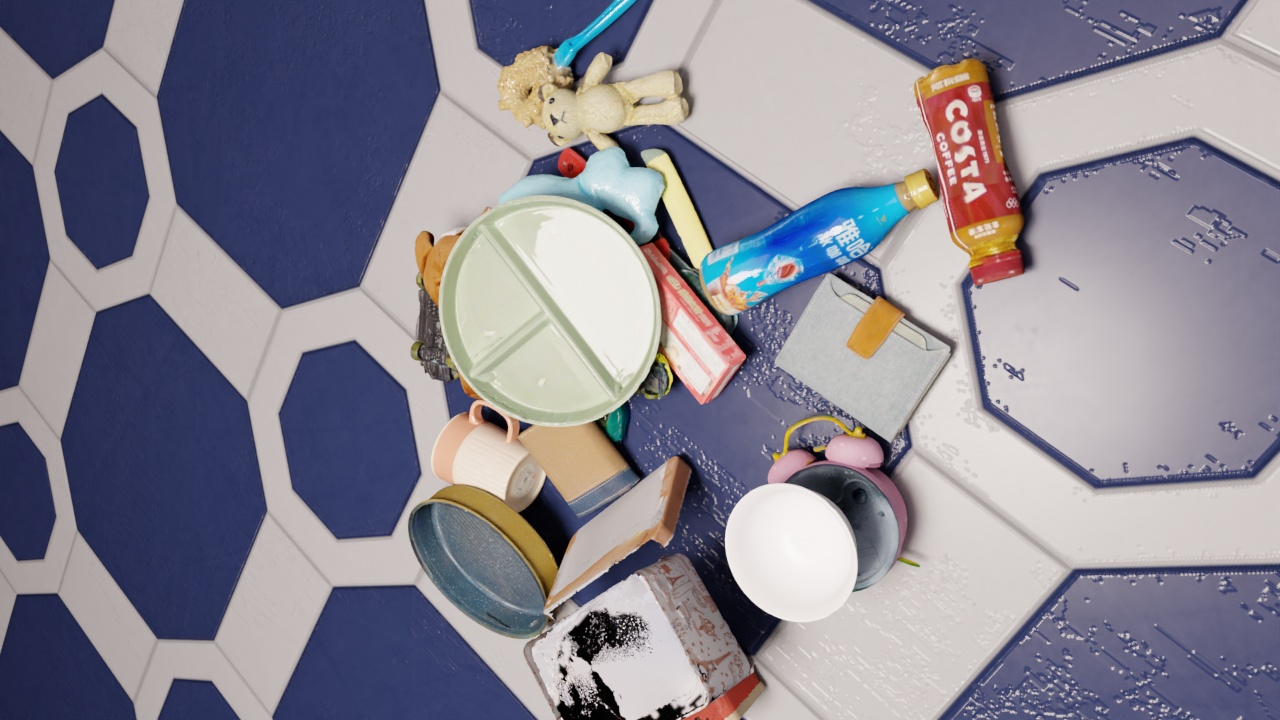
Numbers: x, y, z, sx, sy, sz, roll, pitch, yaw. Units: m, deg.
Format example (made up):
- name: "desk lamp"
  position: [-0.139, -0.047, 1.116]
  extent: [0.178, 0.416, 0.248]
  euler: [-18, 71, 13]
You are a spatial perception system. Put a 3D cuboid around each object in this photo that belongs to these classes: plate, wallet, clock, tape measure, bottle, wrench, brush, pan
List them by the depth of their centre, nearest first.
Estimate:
- name: "bottle"
  position: [0.269, -0.149, 0.741]
  extent: [0.058, 0.057, 0.175]
  euler: [-14, 88, 33]
- name: "bottle"
  position: [0.156, -0.108, 0.814]
  extent: [0.219, 0.065, 0.065]
  euler: [-24, 83, 31]
- name: "wallet"
  position: [0.197, -0.005, 0.818]
  extent: [0.130, 0.036, 0.107]
  euler: [37, 114, 23]
- name: "clock"
  position: [0.178, 0.127, 0.833]
  extent: [0.117, 0.059, 0.158]
  euler: [-24, 85, 33]
- name: "plate"
  position: [-0.089, -0.047, 0.905]
  extent: [0.230, 0.027, 0.230]
  euler: [3, 103, 13]
- name: "wrench"
  position: [0.001, -0.123, 0.933]
  extent: [0.273, 0.016, 0.056]
  euler: [50, 133, 18]
- name: "brush"
  position: [-0.054, -0.333, 0.938]
  extent: [0.255, 0.045, 0.083]
  euler: [-38, 72, 26]
- name: "wallet"
  position: [-0.067, 0.104, 0.977]
  extent: [0.090, 0.033, 0.115]
  euler: [-35, 97, 30]
- name: "tape measure"
  position: [-0.040, 0.058, 0.980]
  extent: [0.058, 0.025, 0.054]
  euler: [17, 106, 29]
- name: "pan"
  position: [-0.132, 0.295, 1.024]
  extent: [0.357, 0.078, 0.198]
  euler: [49, 138, -4]

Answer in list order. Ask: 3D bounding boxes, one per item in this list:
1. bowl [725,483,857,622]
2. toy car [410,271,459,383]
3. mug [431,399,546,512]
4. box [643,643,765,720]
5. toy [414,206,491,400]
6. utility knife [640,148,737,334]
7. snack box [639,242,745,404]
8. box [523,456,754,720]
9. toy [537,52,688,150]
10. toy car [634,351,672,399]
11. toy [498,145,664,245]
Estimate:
- name: "bowl"
  position: [0.139, 0.156, 0.786]
  extent: [0.118, 0.064, 0.118]
  euler: [6, 101, 33]
- name: "toy car"
  position: [-0.229, -0.052, 1.075]
  extent: [0.070, 0.042, 0.158]
  euler: [13, 103, 30]
- name: "mug"
  position: [-0.166, 0.102, 1.031]
  extent: [0.106, 0.081, 0.115]
  euler: [22, 110, 26]
- name: "box"
  position: [0.033, 0.348, 0.932]
  extent: [0.169, 0.091, 0.076]
  euler: [-40, 77, 29]
- name: "toy"
  position: [-0.164, -0.060, 0.993]
  extent: [0.140, 0.130, 0.199]
  euler: [-17, 107, 28]
- name: "utility knife"
  position: [0.050, -0.120, 0.905]
  extent: [0.031, 0.021, 0.204]
  euler: [-28, 79, 36]
- name: "snack box"
  position: [0.035, -0.036, 0.904]
  extent: [0.153, 0.025, 0.075]
  euler: [52, 146, 17]
- name: "box"
  position: [-0.015, 0.231, 0.879]
  extent: [0.180, 0.134, 0.270]
  euler: [-40, 42, 29]
- name: "toy"
  position: [-0.028, -0.251, 0.911]
  extent: [0.157, 0.066, 0.105]
  euler: [-2, 114, 23]
- name: "toy car"
  position: [-0.006, 0.006, 0.942]
  extent: [0.105, 0.032, 0.048]
  euler: [19, 121, 41]
- name: "toy"
  position: [-0.064, -0.148, 0.922]
  extent: [0.161, 0.049, 0.156]
  euler: [35, 94, 14]
